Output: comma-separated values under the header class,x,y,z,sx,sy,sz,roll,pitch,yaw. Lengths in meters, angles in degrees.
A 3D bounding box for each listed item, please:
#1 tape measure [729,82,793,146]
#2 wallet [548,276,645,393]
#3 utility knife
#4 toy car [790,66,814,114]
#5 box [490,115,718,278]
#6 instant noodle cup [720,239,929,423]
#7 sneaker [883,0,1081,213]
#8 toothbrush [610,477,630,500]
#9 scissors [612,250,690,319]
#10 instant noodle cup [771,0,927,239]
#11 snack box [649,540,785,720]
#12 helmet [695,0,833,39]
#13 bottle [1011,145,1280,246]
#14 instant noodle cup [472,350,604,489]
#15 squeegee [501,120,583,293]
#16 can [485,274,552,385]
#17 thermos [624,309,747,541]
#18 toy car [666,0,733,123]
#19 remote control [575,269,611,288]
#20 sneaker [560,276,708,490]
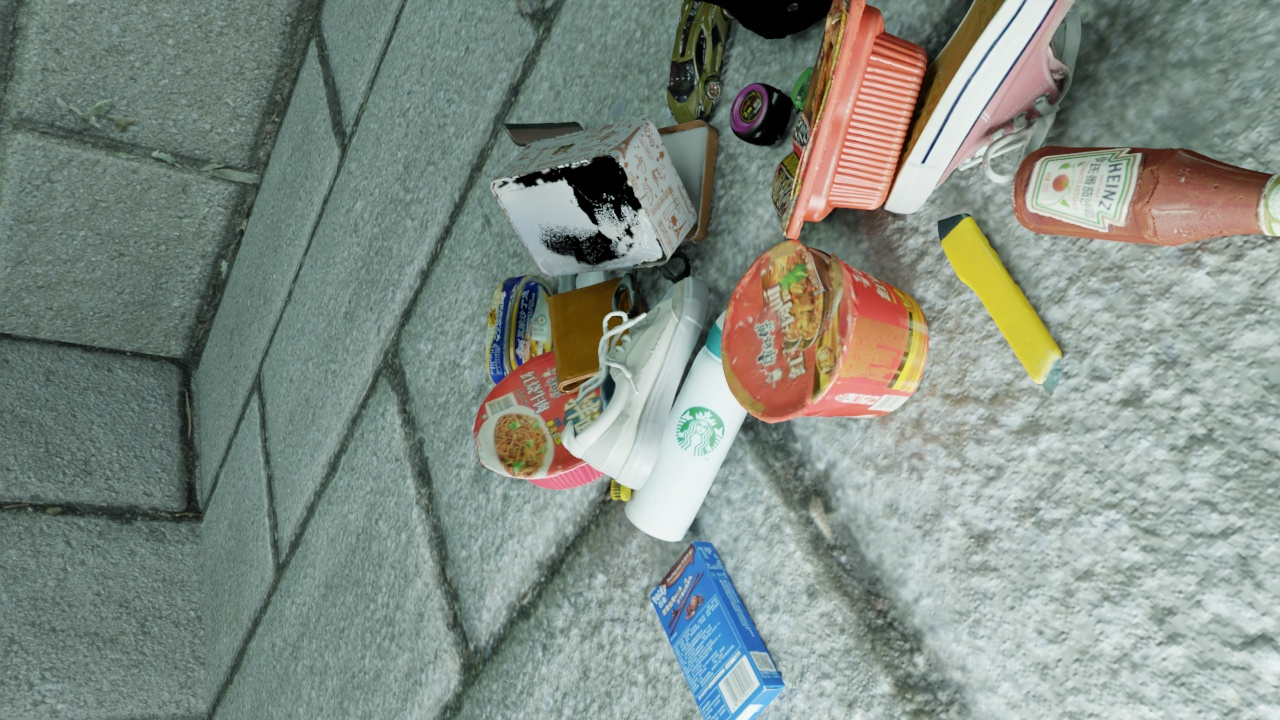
class,x,y,z,sx,sy,sz,roll,pitch,yaw
tape measure,0.116,-0.234,0.875,0.058,0.039,0.057,39,113,47
wallet,-0.039,-0.034,0.996,0.035,0.119,0.130,71,-173,-50
utility knife,0.254,-0.044,0.648,0.033,0.015,0.164,-54,43,41
toy car,0.162,-0.228,0.812,0.043,0.036,0.091,-59,35,28
box,-0.018,-0.188,0.972,0.183,0.153,0.180,-2,42,37
instant noodle cup,0.146,-0.013,0.711,0.138,0.108,0.137,-20,65,51
sneaker,0.245,-0.183,0.632,0.242,0.088,0.118,112,175,-55
toothbrush,-0.008,0.048,0.909,0.017,0.016,0.189,-4,62,23
scissors,-0.004,-0.114,1.008,0.160,0.014,0.175,2,61,39
instant noodle cup,0.158,-0.188,0.701,0.164,0.079,0.189,-71,-6,-70
snack box,0.065,0.250,0.827,0.085,0.026,0.157,-57,40,28
helmet,0.092,-0.436,0.800,0.275,0.230,0.233,-6,72,14
bottle,0.318,-0.094,0.531,0.206,0.059,0.060,21,98,55
instant noodle cup,-0.080,0.070,0.987,0.194,0.193,0.066,50,166,48
squeegee,-0.091,-0.160,1.104,0.040,0.247,0.250,1,106,15
can,-0.153,-0.036,1.175,0.049,0.074,0.148,-2,80,51
thermos,0.058,0.059,0.852,0.073,0.073,0.224,47,119,50
toy car,0.062,-0.329,0.978,0.070,0.042,0.158,11,93,56
remote control,-0.047,-0.051,1.072,0.056,0.020,0.135,-37,55,45
sneaker,-0.005,0.005,0.865,0.090,0.091,0.241,119,174,-51
